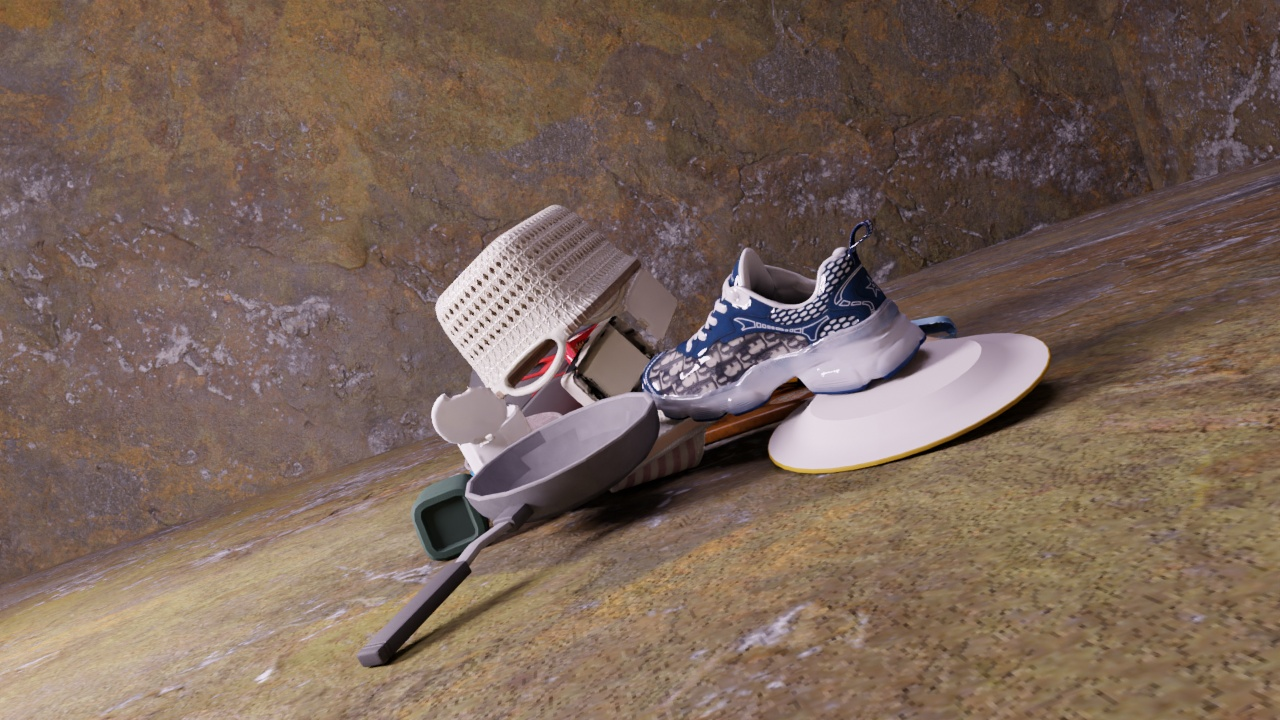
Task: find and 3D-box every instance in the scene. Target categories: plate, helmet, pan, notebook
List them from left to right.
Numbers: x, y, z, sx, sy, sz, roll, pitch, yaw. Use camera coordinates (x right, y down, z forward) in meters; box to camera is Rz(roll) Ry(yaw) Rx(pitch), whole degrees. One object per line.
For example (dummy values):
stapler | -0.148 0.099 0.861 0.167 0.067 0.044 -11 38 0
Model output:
pan | -0.095 0.120 0.710 0.179 0.041 0.356 -20 13 30
helmet | -0.154 0.056 1.354 0.265 0.170 0.164 -15 11 15
notebook | 0.166 0.045 1.056 0.249 0.014 0.178 -19 3 0
plate | 0.206 0.023 0.734 0.230 0.021 0.229 -25 10 5

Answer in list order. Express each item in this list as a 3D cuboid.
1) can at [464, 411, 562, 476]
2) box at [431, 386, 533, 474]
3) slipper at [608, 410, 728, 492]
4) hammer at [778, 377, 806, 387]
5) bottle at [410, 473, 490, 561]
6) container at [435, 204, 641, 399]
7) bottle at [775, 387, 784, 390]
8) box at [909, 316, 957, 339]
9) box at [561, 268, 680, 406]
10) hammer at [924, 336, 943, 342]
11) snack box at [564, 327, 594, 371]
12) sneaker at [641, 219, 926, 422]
can | -0.142 0.114 1.101 0.130 0.044 0.129 -22 17 7
box | -0.146 0.084 0.932 0.084 0.162 0.112 -27 14 8
slipper | 0.024 0.079 0.892 0.262 0.052 0.115 -28 10 -23
hammer | 0.182 0.020 0.936 0.123 0.036 0.321 -41 21 -31
bottle | -0.179 0.145 0.878 0.061 0.061 0.131 -21 3 -8
container | -0.112 -0.070 1.023 0.185 0.143 0.245 -41 6 24
bottle | 0.198 0.006 1.058 0.110 0.036 0.036 -17 3 25
box | 0.263 -0.021 1.081 0.210 0.049 0.066 -9 2 28
box | -0.005 0.012 1.005 0.096 0.145 0.185 -32 22 39
hammer | 0.267 -0.018 0.944 0.119 0.031 0.331 -25 19 -18
snack box | -0.046 0.034 1.207 0.035 0.152 0.133 -33 5 -10
sneaker | 0.101 -0.032 0.801 0.270 0.132 0.103 -15 16 38
